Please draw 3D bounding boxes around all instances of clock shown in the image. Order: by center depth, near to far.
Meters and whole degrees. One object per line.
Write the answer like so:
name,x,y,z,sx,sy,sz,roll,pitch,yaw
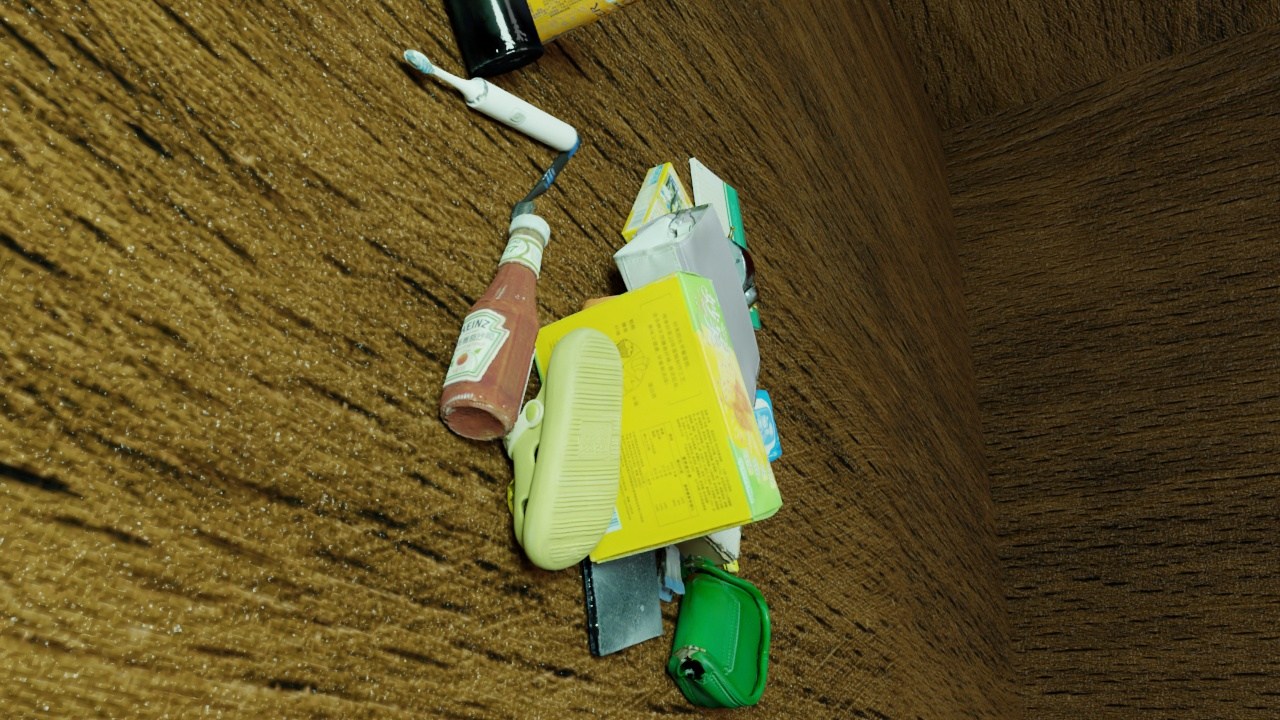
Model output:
clock,0.098,-0.096,1.104,0.055,0.082,0.122,-6,80,-68

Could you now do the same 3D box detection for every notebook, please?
notebook,0.114,-0.151,1.232,0.150,0.012,0.209,15,65,-60

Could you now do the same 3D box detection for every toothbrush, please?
toothbrush,-0.127,-0.227,0.809,0.026,0.027,0.220,41,15,26
toothbrush,-0.084,-0.177,0.878,0.189,0.016,0.014,-65,141,-51

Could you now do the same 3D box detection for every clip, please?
clip,0.028,0.206,0.903,0.027,0.045,0.058,26,46,-22

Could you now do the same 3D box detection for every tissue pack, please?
tissue pack,0.122,0.085,1.098,0.156,0.052,0.095,-6,83,-62

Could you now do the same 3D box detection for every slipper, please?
slipper,-0.065,0.068,0.732,0.091,0.082,0.190,12,85,-50

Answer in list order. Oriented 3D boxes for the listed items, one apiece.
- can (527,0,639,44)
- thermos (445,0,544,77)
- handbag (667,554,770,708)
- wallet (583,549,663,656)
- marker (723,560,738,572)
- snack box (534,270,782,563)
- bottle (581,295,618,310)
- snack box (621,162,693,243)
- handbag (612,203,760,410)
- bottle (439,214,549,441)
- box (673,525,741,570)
can,-0.068,-0.330,0.835,0.058,0.146,0.058,33,50,-52
thermos,-0.143,-0.375,0.788,0.089,0.068,0.242,-21,98,-27
handbag,0.075,0.272,0.912,0.120,0.068,0.131,51,37,-37
wallet,-0.014,0.208,0.828,0.120,0.019,0.097,12,68,-61
marker,0.088,0.178,1.037,0.018,0.015,0.124,-9,83,-62
snack box,0.011,0.049,0.776,0.070,0.158,0.210,2,69,-63
bottle,-0.018,0.013,0.873,0.066,0.067,0.149,-13,96,-62
snack box,0.026,-0.154,1.052,0.087,0.034,0.140,57,35,-31
handbag,0.057,-0.050,0.955,0.144,0.099,0.197,-49,123,-57
bottle,-0.107,-0.035,0.729,0.060,0.060,0.205,49,38,-41
box,0.048,0.143,0.935,0.184,0.060,0.089,54,36,-39
